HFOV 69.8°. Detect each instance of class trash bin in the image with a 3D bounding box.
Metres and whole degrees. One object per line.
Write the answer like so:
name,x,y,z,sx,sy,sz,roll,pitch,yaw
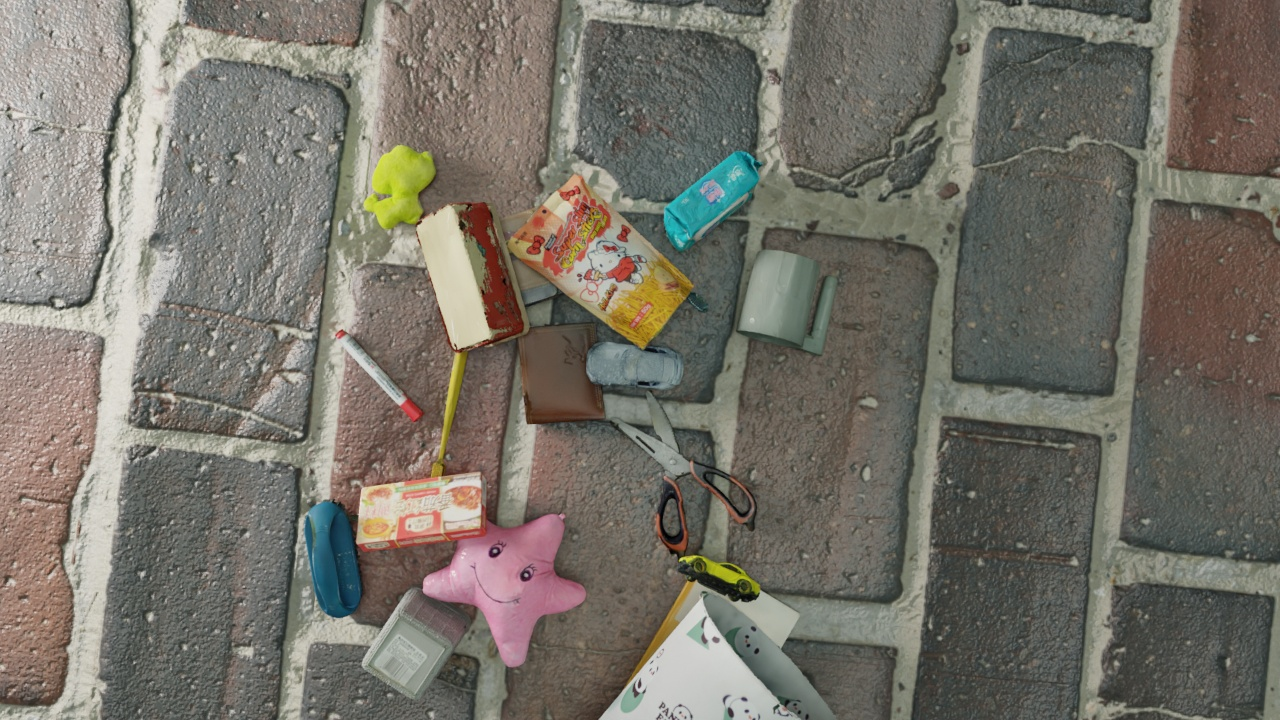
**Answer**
trash bin,0.065,0.431,1.032,0.229,0.229,0.252,44,93,-1

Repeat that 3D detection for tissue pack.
tissue pack,0.088,-0.193,1.111,0.133,0.093,0.050,-39,86,-2

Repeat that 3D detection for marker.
marker,-0.322,0.018,1.130,0.017,0.017,0.145,-43,91,-2

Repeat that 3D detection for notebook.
notebook,0.087,0.368,1.143,0.146,0.010,0.206,32,88,-1

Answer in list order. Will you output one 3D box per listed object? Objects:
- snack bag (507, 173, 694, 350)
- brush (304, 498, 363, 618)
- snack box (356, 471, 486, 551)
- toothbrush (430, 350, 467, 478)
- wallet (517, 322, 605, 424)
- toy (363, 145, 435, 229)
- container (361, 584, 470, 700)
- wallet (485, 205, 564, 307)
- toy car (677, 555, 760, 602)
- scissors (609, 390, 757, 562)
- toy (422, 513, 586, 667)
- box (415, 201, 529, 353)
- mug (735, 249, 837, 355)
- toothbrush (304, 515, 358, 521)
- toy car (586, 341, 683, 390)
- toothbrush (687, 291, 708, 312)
snack bag,-0.043,-0.117,1.109,0.208,0.073,0.128,41,77,-4
brush,-0.367,0.239,1.091,0.055,0.073,0.144,-7,98,-5
snack box,-0.261,0.181,1.099,0.153,0.025,0.075,-8,56,5
toothbrush,-0.234,0.057,1.132,0.015,0.016,0.190,11,89,-3
wallet,-0.097,0.016,1.132,0.101,0.032,0.124,-6,90,-5
toy,-0.297,-0.215,1.128,0.097,0.031,0.100,-13,90,0
container,-0.263,0.331,1.078,0.090,0.114,0.090,33,87,-2
wallet,-0.143,-0.125,1.133,0.090,0.033,0.115,-18,86,-2
toy car,0.096,0.262,1.117,0.105,0.048,0.032,23,60,-1
scissors,0.053,0.146,1.143,0.189,0.015,0.226,3,89,-2
toy,-0.160,0.246,1.104,0.194,0.075,0.178,41,77,8
box,-0.205,-0.098,1.088,0.092,0.078,0.168,-17,90,40
mug,0.185,-0.070,1.127,0.123,0.084,0.103,15,87,-29
toothbrush,-0.319,0.199,1.130,0.186,0.012,0.017,2,95,-2
toy car,-0.007,0.007,1.124,0.120,0.037,0.054,5,88,-17
toothbrush,0.014,-0.127,1.144,0.191,0.018,0.016,43,72,-1
